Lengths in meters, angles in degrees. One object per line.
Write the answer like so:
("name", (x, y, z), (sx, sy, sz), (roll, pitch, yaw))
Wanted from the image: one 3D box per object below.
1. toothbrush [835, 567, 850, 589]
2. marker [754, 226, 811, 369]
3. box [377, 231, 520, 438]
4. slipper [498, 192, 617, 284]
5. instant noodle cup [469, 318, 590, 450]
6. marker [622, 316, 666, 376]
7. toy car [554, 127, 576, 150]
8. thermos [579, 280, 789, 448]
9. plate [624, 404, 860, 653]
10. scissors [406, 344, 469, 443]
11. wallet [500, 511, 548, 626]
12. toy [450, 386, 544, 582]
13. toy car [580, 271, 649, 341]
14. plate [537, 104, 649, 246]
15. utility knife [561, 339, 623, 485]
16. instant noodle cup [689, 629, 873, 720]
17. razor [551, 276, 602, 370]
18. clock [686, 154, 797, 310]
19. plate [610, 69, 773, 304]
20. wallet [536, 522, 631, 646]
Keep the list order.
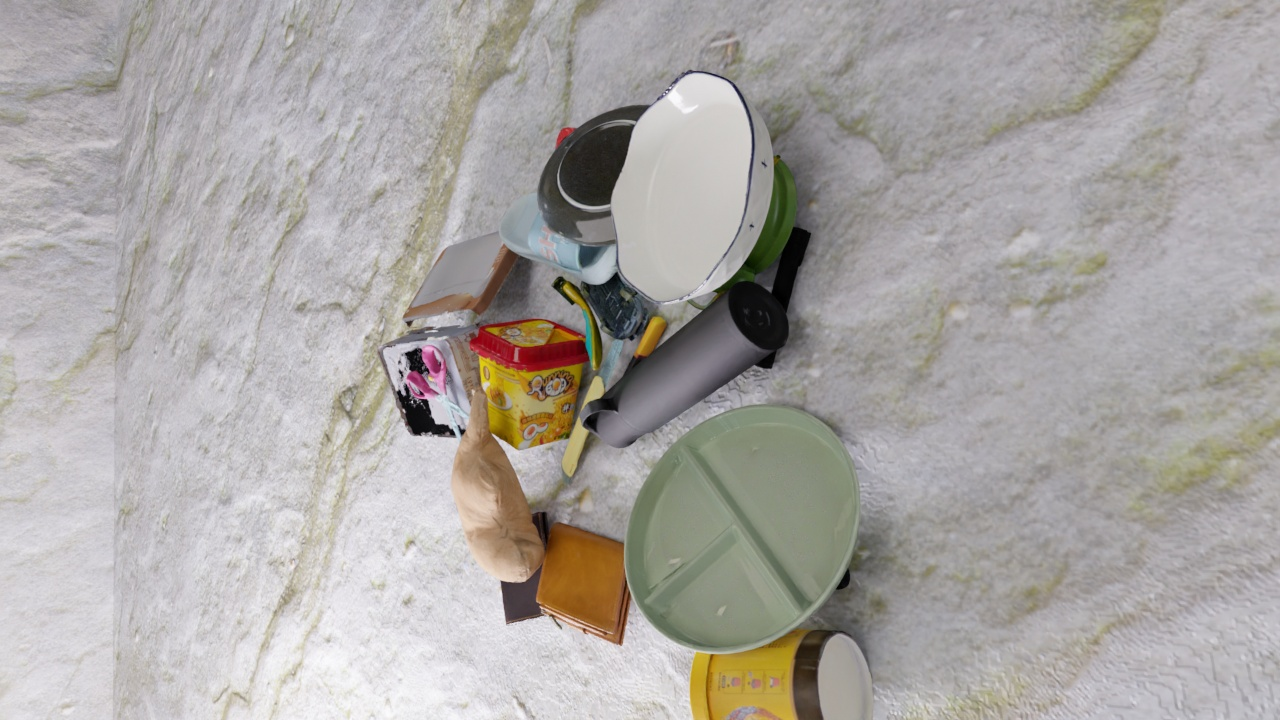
("toothbrush", (0.101, 0.217, 0.845), (0.213, 0.026, 0.027), (-30, 32, 43))
("marker", (0.128, -0.056, 0.838), (0.022, 0.020, 0.132), (22, 103, 39))
("box", (-0.232, -0.034, 1.150), (0.180, 0.132, 0.271), (-4, 79, 46))
("slipper", (-0.088, -0.154, 1.013), (0.246, 0.074, 0.104), (19, 75, 49))
("instant noodle cup", (-0.126, 0.027, 1.041), (0.116, 0.116, 0.124), (24, 116, 44))
("marker", (-0.006, 0.006, 0.975), (0.015, 0.018, 0.124), (48, 121, 36))
("toy car", (-0.059, -0.239, 1.040), (0.106, 0.031, 0.049), (18, 102, 44))
("thermos", (0.029, 0.015, 0.870), (0.243, 0.089, 0.068), (-39, 65, 45))
("plate", (0.086, 0.143, 0.797), (0.231, 0.027, 0.229), (-21, 48, 26))
("scissors", (-0.237, 0.043, 1.082), (0.132, 0.017, 0.133), (0, 114, 43))
("wallet", (-0.137, 0.250, 1.097), (0.097, 0.020, 0.122), (-24, 69, 38))
("toy", (-0.171, 0.141, 1.028), (0.144, 0.082, 0.226), (-2, 107, 61))
("toy car", (-0.029, -0.070, 0.993), (0.054, 0.036, 0.120), (-59, 40, 24))
("plate", (-0.030, -0.198, 0.947), (0.180, 0.024, 0.179), (-11, 61, 20))
("utility knife", (-0.057, 0.056, 1.005), (0.031, 0.021, 0.209), (55, 139, 38))
("instant noodle cup", (0.120, 0.274, 0.761), (0.115, 0.118, 0.118), (-17, 75, 36))
("razor", (-0.062, -0.040, 1.005), (0.028, 0.043, 0.132), (-32, 48, 10))
("clock", (0.079, -0.124, 0.855), (0.116, 0.056, 0.161), (43, 119, 51))
("plate", (0.046, -0.150, 0.818), (0.205, 0.045, 0.204), (-18, 67, 53))
("wallet", (-0.062, 0.248, 1.002), (0.131, 0.035, 0.119), (7, 88, 46))
